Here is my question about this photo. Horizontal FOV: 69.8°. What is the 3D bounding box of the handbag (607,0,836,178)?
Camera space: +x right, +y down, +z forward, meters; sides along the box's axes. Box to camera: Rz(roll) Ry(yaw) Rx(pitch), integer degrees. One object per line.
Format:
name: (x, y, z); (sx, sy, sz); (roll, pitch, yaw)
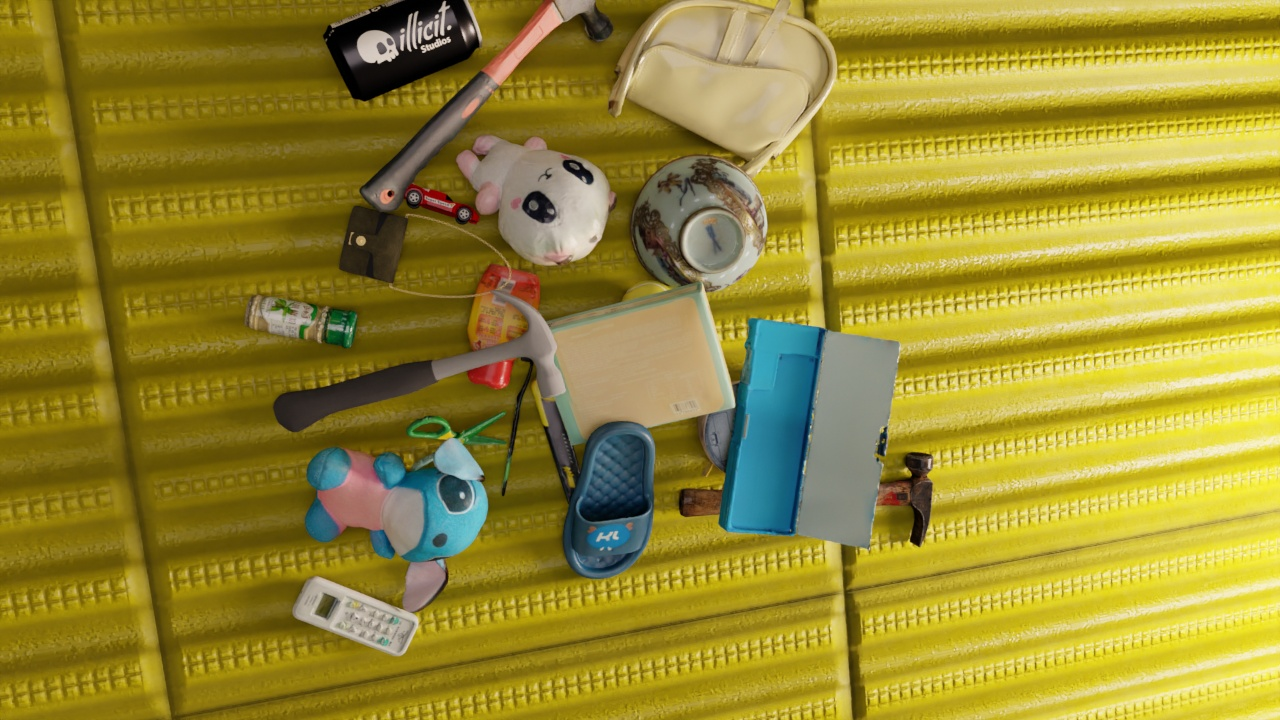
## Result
handbag: (0.094, -0.319, 1.031); (0.232, 0.088, 0.191); (22, 93, -15)

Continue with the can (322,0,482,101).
can: (-0.245, -0.331, 0.951); (0.146, 0.080, 0.080); (-26, 101, -10)

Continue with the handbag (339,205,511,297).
handbag: (-0.228, -0.110, 0.984); (0.178, 0.027, 0.084); (14, 92, 0)

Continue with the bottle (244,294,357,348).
bottle: (-0.360, -0.042, 0.975); (0.110, 0.043, 0.042); (11, 93, -13)

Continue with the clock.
clock: (0.140, 0.073, 1.095); (0.157, 0.059, 0.117); (-16, 100, -11)

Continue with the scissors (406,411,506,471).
scissors: (-0.206, 0.093, 1.021); (0.126, 0.011, 0.123); (11, 127, -38)

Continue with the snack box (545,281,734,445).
snack box: (-0.006, 0.006, 1.016); (0.194, 0.044, 0.141); (-14, 111, 11)

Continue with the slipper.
slipper: (-0.028, 0.166, 1.042); (0.103, 0.059, 0.214); (4, 117, -15)

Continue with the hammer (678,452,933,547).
hammer: (0.209, 0.179, 1.137); (0.330, 0.033, 0.120); (0, 97, -13)

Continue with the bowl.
bowl: (0.072, -0.143, 1.019); (0.160, 0.094, 0.160); (-2, 110, -7)

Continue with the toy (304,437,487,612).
toy: (-0.265, 0.167, 0.991); (0.191, 0.098, 0.225); (14, 122, -11)

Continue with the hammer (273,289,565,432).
hammer: (-0.243, 0.013, 0.982); (0.311, 0.029, 0.125); (-15, 97, 2)

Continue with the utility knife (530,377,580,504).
utility knife: (-0.091, 0.101, 1.064); (0.028, 0.020, 0.174); (-18, 101, -9)

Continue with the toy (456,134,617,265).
toy: (-0.115, -0.180, 0.993); (0.179, 0.102, 0.138); (37, 64, 3)

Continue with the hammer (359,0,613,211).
hammer: (-0.167, -0.283, 0.956); (0.333, 0.033, 0.133); (-50, 143, -6)

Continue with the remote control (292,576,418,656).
remote control: (-0.318, 0.285, 1.027); (0.133, 0.022, 0.050); (27, 89, -14)

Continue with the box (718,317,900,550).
box: (0.190, 0.083, 1.047); (0.175, 0.060, 0.243); (8, 94, 2)

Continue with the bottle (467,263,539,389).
bottle: (-0.155, -0.036, 1.019); (0.071, 0.048, 0.134); (14, 92, -12)

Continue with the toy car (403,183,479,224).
toy car: (-0.218, -0.170, 0.995); (0.089, 0.038, 0.025); (17, 89, -14)

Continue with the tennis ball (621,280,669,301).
tennis ball: (0.010, -0.059, 1.047); (0.065, 0.065, 0.065); (-1, 96, -13)

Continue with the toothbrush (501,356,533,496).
toothbrush: (-0.143, 0.063, 1.051); (0.017, 0.014, 0.188); (11, 93, -1)
